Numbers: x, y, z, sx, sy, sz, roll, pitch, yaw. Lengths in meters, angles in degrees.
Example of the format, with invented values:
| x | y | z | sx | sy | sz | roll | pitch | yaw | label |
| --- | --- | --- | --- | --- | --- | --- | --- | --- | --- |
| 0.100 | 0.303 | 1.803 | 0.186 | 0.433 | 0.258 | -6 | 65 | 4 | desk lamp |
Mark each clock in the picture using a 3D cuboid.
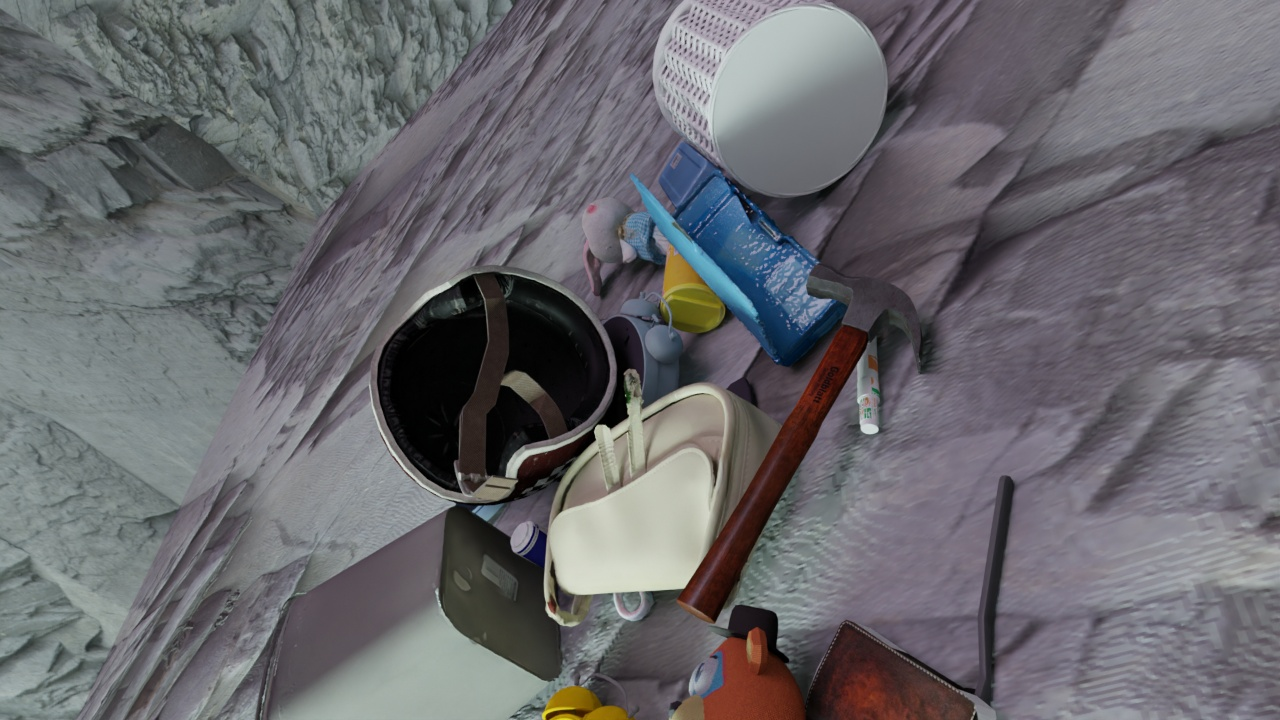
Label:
| x | y | z | sx | sy | sz | roll | pitch | yaw | label |
| --- | --- | --- | --- | --- | --- | --- | --- | --- | --- |
| -0.052 | 0.326 | 0.726 | 0.114 | 0.052 | 0.151 | -1 | 63 | 56 | clock |
| -0.006 | 0.005 | 0.938 | 0.122 | 0.045 | 0.160 | 55 | 130 | 47 | clock |

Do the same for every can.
| x | y | z | sx | sy | sz | roll | pitch | yaw | label |
| --- | --- | --- | --- | --- | --- | --- | --- | --- | --- |
| 0.058 | -0.087 | 0.969 | 0.068 | 0.067 | 0.104 | -32 | 36 | 36 | can |
| -0.077 | 0.184 | 0.862 | 0.032 | 0.095 | 0.032 | -38 | 31 | 28 | can |

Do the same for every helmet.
| x | y | z | sx | sy | sz | roll | pitch | yaw | label |
| --- | --- | --- | --- | --- | --- | --- | --- | --- | --- |
| -0.139 | 0.032 | 0.887 | 0.254 | 0.233 | 0.233 | -42 | 70 | 46 | helmet |

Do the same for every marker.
| x | y | z | sx | sy | sz | roll | pitch | yaw | label |
| --- | --- | --- | --- | --- | --- | --- | --- | --- | --- |
| 0.184 | -0.003 | 0.745 | 0.017 | 0.017 | 0.145 | -30 | 37 | 38 | marker |

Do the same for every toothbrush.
| x | y | z | sx | sy | sz | roll | pitch | yaw | label |
| --- | --- | --- | --- | --- | --- | --- | --- | --- | --- |
| 0.211 | 0.145 | 0.554 | 0.013 | 0.013 | 0.167 | -15 | 48 | 50 | toothbrush |

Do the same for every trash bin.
| x | y | z | sx | sy | sz | roll | pitch | yaw | label |
| --- | --- | --- | --- | --- | --- | --- | --- | --- | --- |
| -0.210 | 0.276 | 0.883 | 0.220 | 0.197 | 0.197 | -38 | 32 | 18 | trash bin |

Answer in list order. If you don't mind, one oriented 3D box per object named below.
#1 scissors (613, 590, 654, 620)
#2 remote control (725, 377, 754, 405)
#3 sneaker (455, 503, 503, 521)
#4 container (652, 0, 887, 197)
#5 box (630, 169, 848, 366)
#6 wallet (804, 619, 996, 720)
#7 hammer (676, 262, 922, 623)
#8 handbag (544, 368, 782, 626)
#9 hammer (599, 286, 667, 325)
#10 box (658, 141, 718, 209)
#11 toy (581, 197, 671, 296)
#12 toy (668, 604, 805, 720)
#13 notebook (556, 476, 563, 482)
| x | y | z | sx | sy | sz | roll | pitch | yaw | label |
| --- | --- | --- | --- | --- | --- | --- | --- | --- | --- |
| -0.019 | 0.182 | 0.864 | 0.179 | 0.016 | 0.108 | 16 | 74 | 59 | scissors |
| 0.090 | 0.067 | 0.820 | 0.047 | 0.009 | 0.124 | -40 | 35 | 23 | remote control |
| -0.178 | 0.089 | 1.110 | 0.241 | 0.098 | 0.083 | -56 | 27 | 0 | sneaker |
| 0.127 | -0.285 | 0.946 | 0.189 | 0.189 | 0.186 | -49 | 30 | 12 | container |
| 0.082 | -0.108 | 0.847 | 0.094 | 0.110 | 0.231 | -44 | 48 | 10 | box |
| 0.150 | 0.212 | 0.553 | 0.123 | 0.019 | 0.072 | 17 | 83 | 65 | wallet |
| 0.116 | 0.059 | 0.688 | 0.111 | 0.028 | 0.300 | 23 | 68 | 29 | hammer |
| -0.002 | 0.119 | 0.770 | 0.230 | 0.132 | 0.183 | -22 | 47 | 45 | handbag |
| -0.067 | -0.040 | 1.152 | 0.318 | 0.028 | 0.146 | -4 | 57 | 54 | hammer |
| 0.067 | -0.200 | 1.064 | 0.069 | 0.064 | 0.209 | -54 | 15 | 13 | box |
| -0.020 | -0.152 | 1.121 | 0.206 | 0.105 | 0.131 | 8 | 69 | 60 | toy |
| 0.062 | 0.247 | 0.591 | 0.112 | 0.096 | 0.175 | 98 | -164 | -65 | toy |
| -0.145 | 0.049 | 1.038 | 0.209 | 0.029 | 0.169 | 5 | 75 | 17 | notebook |
